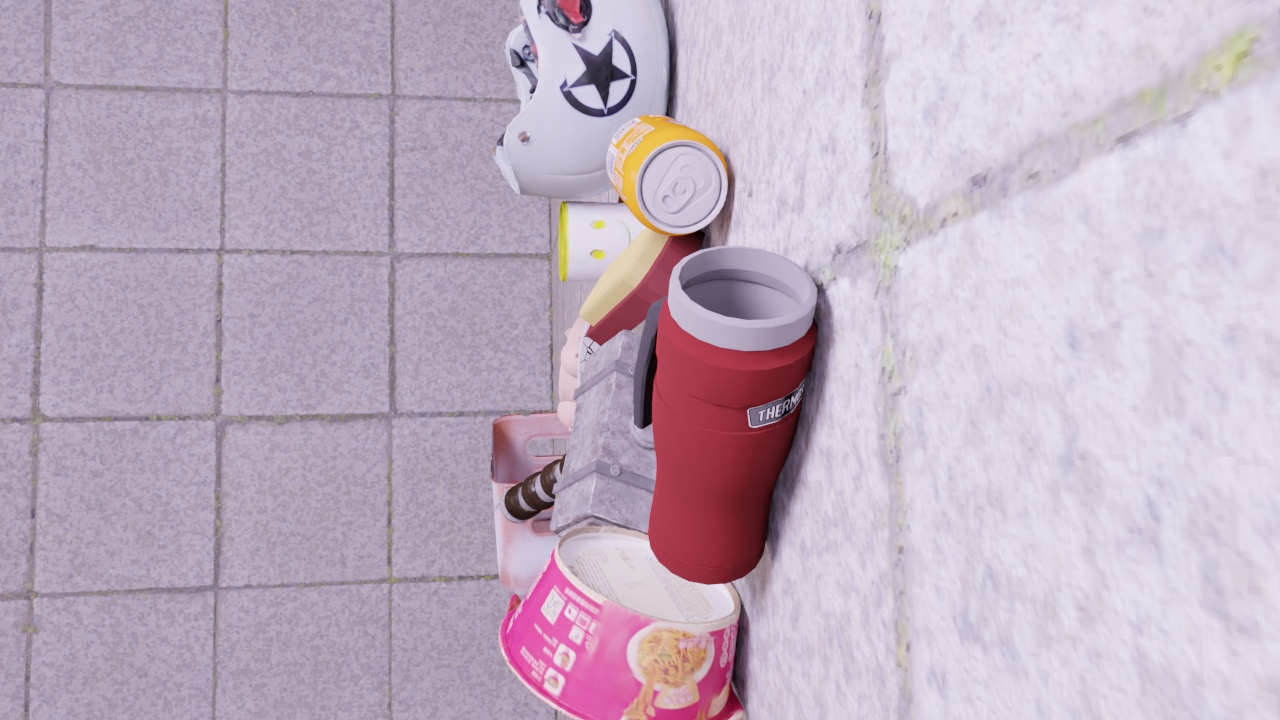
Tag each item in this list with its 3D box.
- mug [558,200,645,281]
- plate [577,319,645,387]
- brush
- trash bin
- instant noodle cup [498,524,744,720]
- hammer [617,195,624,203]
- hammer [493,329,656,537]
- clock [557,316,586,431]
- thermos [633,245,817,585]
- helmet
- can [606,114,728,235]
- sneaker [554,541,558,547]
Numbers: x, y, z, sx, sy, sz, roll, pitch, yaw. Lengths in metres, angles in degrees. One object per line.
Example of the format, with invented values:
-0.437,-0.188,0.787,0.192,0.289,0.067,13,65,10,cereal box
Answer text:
-0.030,-0.122,0.948,0.082,0.106,0.082,179,91,-82,mug
-0.005,0.006,0.906,0.189,0.016,0.188,-11,76,54,plate
-0.006,-0.069,0.807,0.082,0.042,0.174,-60,11,-24,brush
-0.098,0.177,1.177,0.259,0.181,0.157,-124,33,-74,trash bin
-0.005,0.183,0.655,0.178,0.178,0.078,-122,49,-74,instant noodle cup
-0.020,-0.192,1.133,0.324,0.033,0.115,115,152,-69,hammer
-0.071,0.111,0.872,0.327,0.079,0.176,-35,38,53,hammer
-0.076,0.005,1.220,0.160,0.086,0.131,-73,-9,-60,clock
0.039,0.032,0.540,0.108,0.083,0.199,34,137,33,thermos
-0.051,-0.288,0.903,0.237,0.163,0.264,-161,78,-76,helmet
0.019,-0.147,0.719,0.142,0.079,0.079,-113,24,-68,can
-0.037,0.253,0.966,0.104,0.090,0.237,-99,-10,-61,sneaker
